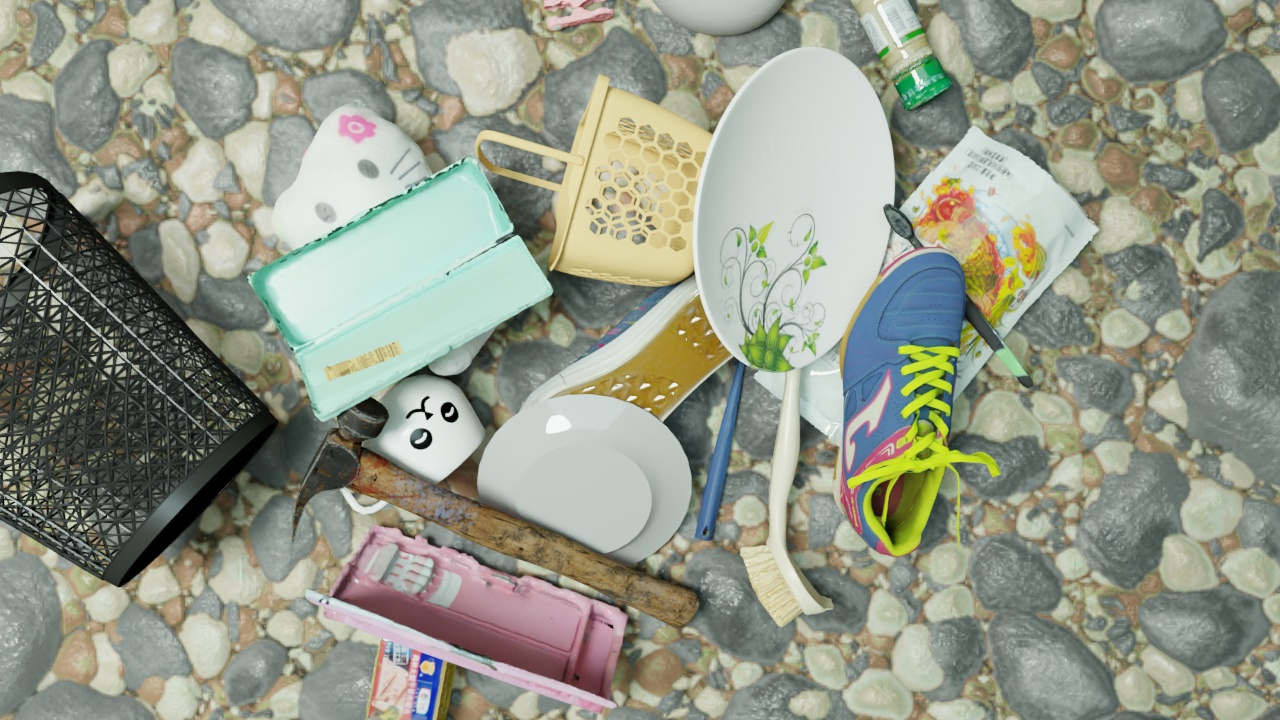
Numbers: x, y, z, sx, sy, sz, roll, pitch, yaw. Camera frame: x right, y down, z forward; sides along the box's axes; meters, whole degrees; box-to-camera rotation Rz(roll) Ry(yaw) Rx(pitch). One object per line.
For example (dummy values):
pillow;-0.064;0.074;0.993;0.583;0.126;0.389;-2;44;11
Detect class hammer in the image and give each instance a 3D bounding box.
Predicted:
hammer;-0.101;0.145;0.715;0.330;0.033;0.120;28;107;-20

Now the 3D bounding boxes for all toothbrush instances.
toothbrush;0.250;-0.049;0.720;0.014;0.017;0.188;-38;96;22
toothbrush;0.073;0.059;0.769;0.016;0.017;0.190;12;93;-1

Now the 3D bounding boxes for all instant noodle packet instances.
instant noodle packet;0.234;-0.044;0.749;0.147;0.057;0.269;38;97;0

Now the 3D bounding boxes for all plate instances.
plate;0.108;-0.106;0.666;0.228;0.030;0.229;-15;113;-41
plate;-0.044;0.108;0.736;0.173;0.019;0.173;0;116;-1

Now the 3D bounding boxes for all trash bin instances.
trash bin;-0.421;0.026;0.676;0.243;0.217;0.217;42;92;-9

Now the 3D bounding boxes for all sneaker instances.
sneaker;-0.004;0.004;0.741;0.236;0.079;0.087;-38;113;18
sneaker;0.213;0.037;0.701;0.116;0.091;0.242;2;110;-8

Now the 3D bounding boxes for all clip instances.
clip;-0.051;-0.294;0.748;0.059;0.023;0.041;-17;96;2

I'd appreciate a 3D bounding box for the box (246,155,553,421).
box;-0.171;-0.052;0.663;0.187;0.056;0.138;-29;79;-5

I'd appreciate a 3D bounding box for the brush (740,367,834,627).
brush;0.122;0.084;0.747;0.077;0.062;0.272;0;95;-9

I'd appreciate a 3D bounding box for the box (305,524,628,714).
box;-0.129;0.211;0.704;0.233;0.172;0.075;21;97;0

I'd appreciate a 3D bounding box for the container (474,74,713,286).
container;-0.041;-0.126;0.677;0.167;0.183;0.129;16;93;-9

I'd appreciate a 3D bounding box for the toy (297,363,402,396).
toy;-0.227;-0.012;0.750;0.112;0.050;0.087;-37;93;7

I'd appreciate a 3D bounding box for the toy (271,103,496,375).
toy;-0.183;-0.097;0.726;0.209;0.085;0.137;43;89;-4

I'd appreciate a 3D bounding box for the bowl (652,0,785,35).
bowl;0.065;-0.331;0.724;0.132;0.064;0.132;0;93;-1

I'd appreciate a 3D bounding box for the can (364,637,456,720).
can;-0.187;0.261;0.760;0.059;0.054;0.100;12;92;1

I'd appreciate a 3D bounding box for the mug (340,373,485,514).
mug;-0.187;0.065;0.723;0.123;0.090;0.076;-45;102;-26

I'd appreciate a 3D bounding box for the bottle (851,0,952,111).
bottle;0.209;-0.259;0.742;0.042;0.042;0.110;-29;91;1
